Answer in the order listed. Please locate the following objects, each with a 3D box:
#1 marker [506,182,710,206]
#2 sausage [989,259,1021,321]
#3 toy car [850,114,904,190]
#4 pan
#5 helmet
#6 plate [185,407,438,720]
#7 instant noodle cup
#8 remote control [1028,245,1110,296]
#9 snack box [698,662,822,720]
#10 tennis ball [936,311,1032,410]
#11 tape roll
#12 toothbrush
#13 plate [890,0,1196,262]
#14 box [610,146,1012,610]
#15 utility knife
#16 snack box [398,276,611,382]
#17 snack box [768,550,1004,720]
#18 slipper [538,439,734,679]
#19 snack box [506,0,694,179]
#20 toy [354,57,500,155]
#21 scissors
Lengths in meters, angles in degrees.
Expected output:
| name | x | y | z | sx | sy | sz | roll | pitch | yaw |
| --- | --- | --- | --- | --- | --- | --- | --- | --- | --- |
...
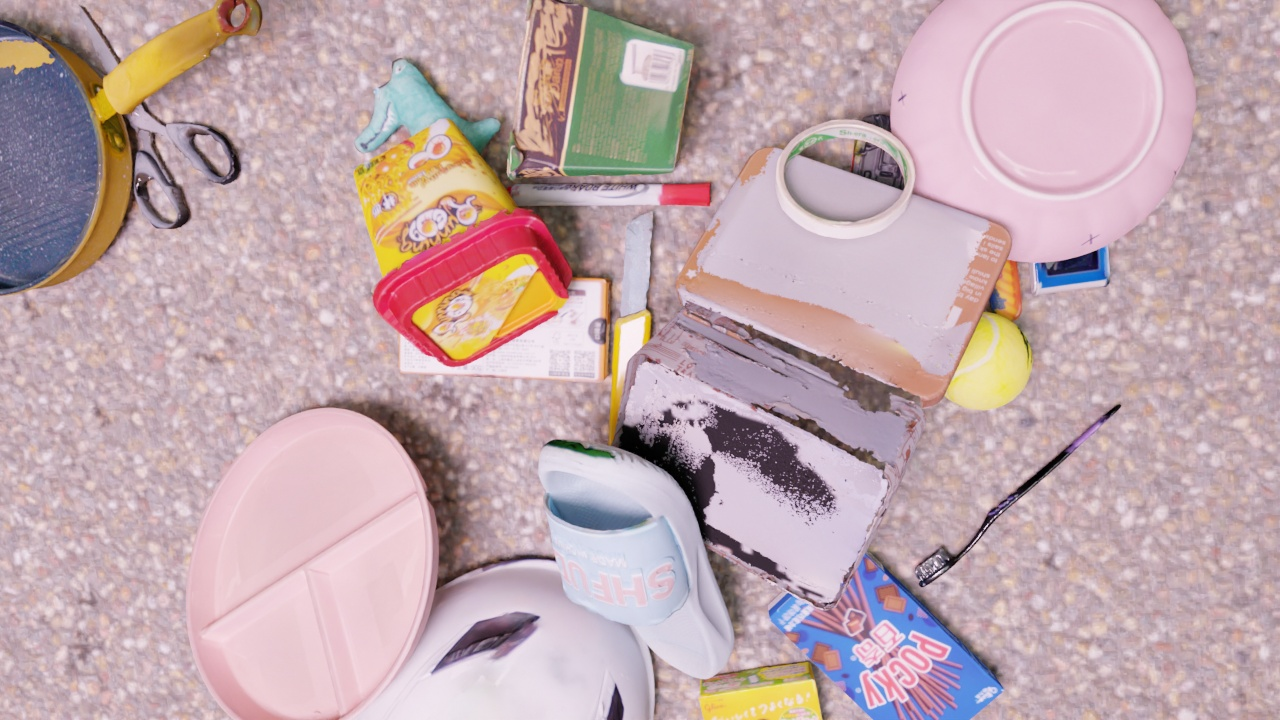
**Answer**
| name | x | y | z | sx | sy | sz | roll | pitch | yaw |
| --- | --- | --- | --- | --- | --- | --- | --- | --- | --- |
| marker | -0.023 | -0.117 | 0.651 | 0.145 | 0.017 | 0.017 | 1 | 98 | 6 |
| sausage | 0.240 | -0.101 | 0.623 | 0.021 | 0.021 | 0.165 | -10 | 97 | 7 |
| toy car | 0.163 | -0.112 | 0.625 | 0.049 | 0.031 | 0.106 | 8 | 97 | 5 |
| pan | -0.400 | -0.169 | 0.641 | 0.358 | 0.078 | 0.197 | -19 | 93 | 11 |
| helmet | -0.110 | 0.279 | 0.651 | 0.229 | 0.145 | 0.259 | 40 | 100 | -1 |
| plate | -0.235 | 0.148 | 0.656 | 0.230 | 0.028 | 0.229 | -8 | 73 | 26 |
| instant noodle cup | -0.123 | -0.080 | 0.604 | 0.116 | 0.116 | 0.123 | -29 | 67 | 0 |
| remote control | 0.283 | -0.108 | 0.616 | 0.049 | 0.024 | 0.125 | -7 | 96 | 7 |
| snack box | 0.099 | 0.303 | 0.690 | 0.087 | 0.033 | 0.140 | -10 | 95 | 7 |
| tennis ball | 0.228 | 0.000 | 0.617 | 0.065 | 0.065 | 0.065 | 1 | 98 | 6 |
| tape roll | 0.129 | -0.115 | 0.580 | 0.086 | 0.014 | 0.085 | -3 | 62 | 6 |
| toothbrush | 0.266 | 0.095 | 0.653 | 0.189 | 0.014 | 0.017 | -46 | 79 | 10 |
| plate | 0.258 | -0.159 | 0.578 | 0.192 | 0.039 | 0.192 | 0 | 93 | 3 |
| box | 0.097 | 0.006 | 0.581 | 0.179 | 0.136 | 0.270 | 26 | 100 | 18 |
| utility knife | -0.004 | 0.004 | 0.666 | 0.033 | 0.015 | 0.223 | 5 | 101 | 6 |
| snack box | -0.099 | -0.025 | 0.667 | 0.154 | 0.026 | 0.075 | 3 | 98 | 6 |
| snack box | 0.178 | 0.210 | 0.671 | 0.157 | 0.026 | 0.084 | 44 | 99 | -1 |
| slipper | -0.007 | 0.143 | 0.606 | 0.104 | 0.074 | 0.245 | 11 | 139 | 38 |
| snack box | -0.021 | -0.170 | 0.596 | 0.105 | 0.117 | 0.118 | 8 | 101 | 0 |
| toy | -0.158 | -0.168 | 0.653 | 0.097 | 0.030 | 0.092 | -39 | 88 | 17 |
| scissors | -0.374 | -0.176 | 0.682 | 0.164 | 0.014 | 0.164 | 11 | 98 | 5 |
